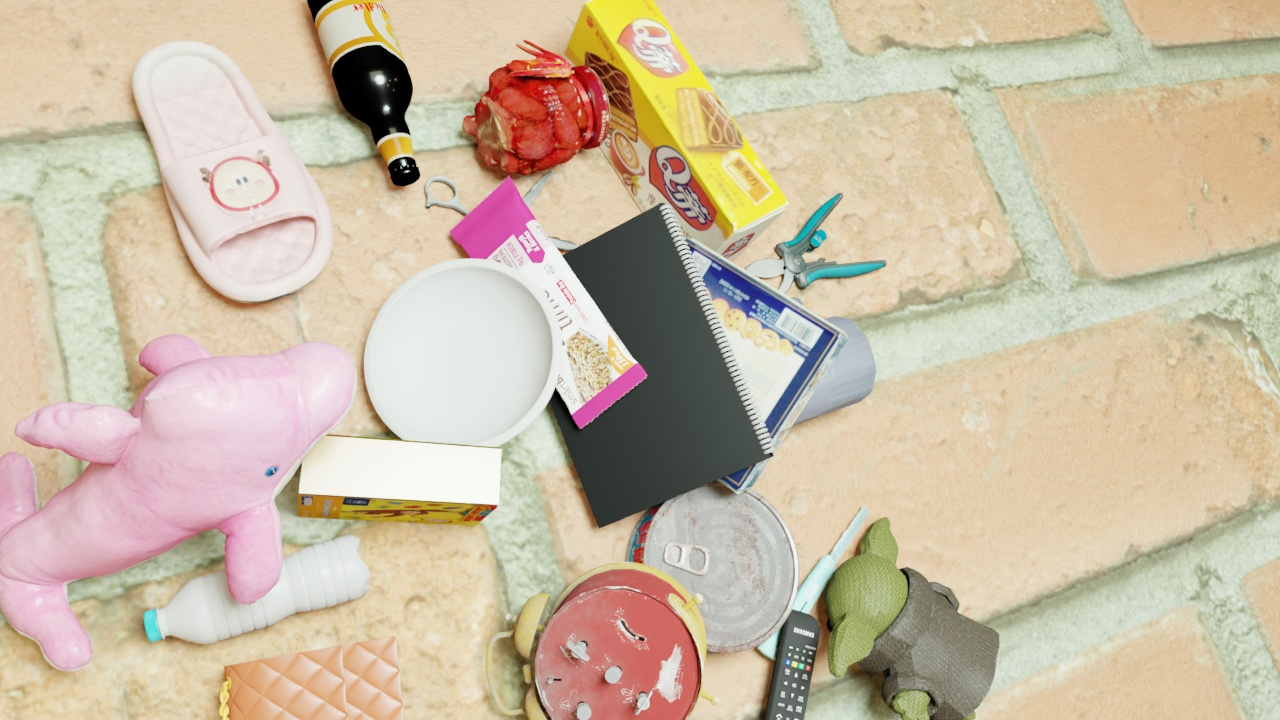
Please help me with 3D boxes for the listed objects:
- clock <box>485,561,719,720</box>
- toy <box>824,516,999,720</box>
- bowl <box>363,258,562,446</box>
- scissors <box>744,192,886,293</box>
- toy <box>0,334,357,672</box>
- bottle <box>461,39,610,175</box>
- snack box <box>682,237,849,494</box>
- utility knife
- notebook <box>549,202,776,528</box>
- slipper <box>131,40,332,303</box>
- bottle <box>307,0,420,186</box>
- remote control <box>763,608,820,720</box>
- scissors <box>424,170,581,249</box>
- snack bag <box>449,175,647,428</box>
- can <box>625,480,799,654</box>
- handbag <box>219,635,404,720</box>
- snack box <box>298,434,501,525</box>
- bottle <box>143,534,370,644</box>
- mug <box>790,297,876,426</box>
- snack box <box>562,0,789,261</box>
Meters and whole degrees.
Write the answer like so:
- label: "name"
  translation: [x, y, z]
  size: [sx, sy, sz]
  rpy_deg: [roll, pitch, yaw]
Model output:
- label: "clock"
  translation: [-0.030, 0.208, 0.630]
  size: [0.159, 0.081, 0.117]
  rpy_deg: [-10, 88, 4]
- label: "toy"
  translation: [0.214, 0.221, 0.736]
  size: [0.153, 0.078, 0.178]
  rpy_deg: [39, 39, 0]
- label: "bowl"
  translation: [-0.128, 0.000, 0.690]
  size: [0.149, 0.043, 0.149]
  rpy_deg: [-2, 75, 7]
- label: "scissors"
  translation: [0.171, -0.098, 0.863]
  size: [0.124, 0.019, 0.154]
  rpy_deg: [29, 67, -7]
- label: "toy"
  translation: [-0.293, 0.061, 0.535]
  size: [0.266, 0.128, 0.186]
  rpy_deg: [-33, 69, 7]
- label: "bottle"
  translation: [-0.089, -0.210, 0.763]
  size: [0.111, 0.099, 0.099]
  rpy_deg: [-20, 80, -28]
- label: "snack box"
  translation: [0.060, 0.003, 0.710]
  size: [0.144, 0.042, 0.145]
  rpy_deg: [35, 100, 17]
- label: "utility knife"
  translation: [0.147, 0.181, 0.763]
  size: [0.022, 0.015, 0.165]
  rpy_deg: [51, 60, -15]
- label: "notebook"
  translation: [-0.004, 0.004, 0.700]
  size: [0.149, 0.016, 0.206]
  rpy_deg: [-25, 80, 17]
- label: "slipper"
  translation: [-0.304, -0.146, 0.683]
  size: [0.106, 0.056, 0.221]
  rpy_deg: [-24, 81, -28]
- label: "bottle"
  translation: [-0.216, -0.225, 0.740]
  size: [0.059, 0.059, 0.181]
  rpy_deg: [-16, 78, -24]
- label: "remote control"
  translation: [0.111, 0.267, 0.708]
  size: [0.033, 0.015, 0.146]
  rpy_deg: [23, 71, -26]
- label: "scissors"
  translation: [-0.123, -0.098, 0.758]
  size: [0.141, 0.014, 0.174]
  rpy_deg: [31, 66, -5]
- label: "snack bag"
  translation: [-0.075, -0.046, 0.711]
  size: [0.070, 0.016, 0.196]
  rpy_deg: [-38, 77, 17]
- label: "can"
  translation: [0.056, 0.161, 0.717]
  size: [0.130, 0.044, 0.129]
  rpy_deg: [6, 70, -18]
- label: "handbag"
  translation: [-0.201, 0.272, 0.579]
  size: [0.108, 0.060, 0.171]
  rpy_deg: [-5, 74, -18]
- label: "snack box"
  translation: [-0.168, 0.085, 0.636]
  size: [0.125, 0.088, 0.040]
  rpy_deg: [6, 70, -18]
- label: "bottle"
  translation: [-0.251, 0.154, 0.606]
  size: [0.136, 0.044, 0.044]
  rpy_deg: [-13, 77, -24]
- label: "mug"
  translation: [0.124, -0.003, 0.788]
  size: [0.103, 0.084, 0.124]
  rpy_deg: [-15, 51, -25]
- label: "snack box"
  translation: [0.022, -0.193, 0.789]
  size: [0.061, 0.110, 0.230]
  rpy_deg: [-30, 84, -26]
